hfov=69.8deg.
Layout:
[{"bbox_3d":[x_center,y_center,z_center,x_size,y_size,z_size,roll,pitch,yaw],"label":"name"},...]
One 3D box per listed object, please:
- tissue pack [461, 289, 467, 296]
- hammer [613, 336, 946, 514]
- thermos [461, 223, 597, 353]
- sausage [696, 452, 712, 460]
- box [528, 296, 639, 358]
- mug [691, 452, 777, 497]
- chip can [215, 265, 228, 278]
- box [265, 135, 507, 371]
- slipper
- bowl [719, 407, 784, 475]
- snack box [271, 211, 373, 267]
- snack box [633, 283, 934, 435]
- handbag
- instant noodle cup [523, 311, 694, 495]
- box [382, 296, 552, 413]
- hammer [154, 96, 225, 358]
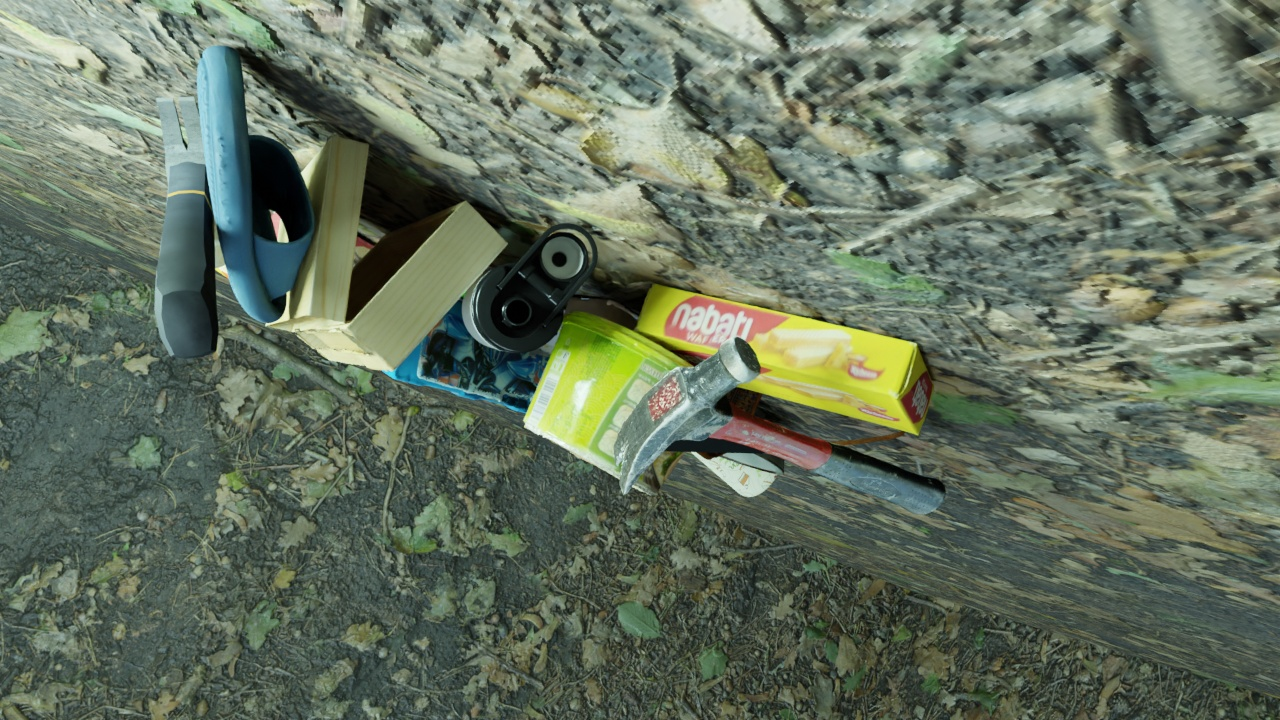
[{"bbox_3d":[-0.151,-0.043,0.970,0.100,0.034,0.114,14,165,39],"label":"tissue pack"},{"bbox_3d":[0.122,0.075,0.678,0.325,0.036,0.141,21,131,-40],"label":"hammer"},{"bbox_3d":[-0.091,-0.052,0.712,0.068,0.101,0.230,41,174,-11],"label":"thermos"},{"bbox_3d":[0.042,0.054,0.858,0.040,0.040,0.155,14,165,34],"label":"sausage"},{"bbox_3d":[-0.005,0.006,0.879,0.157,0.063,0.216,-18,145,41],"label":"box"},{"bbox_3d":[0.126,0.105,1.119,0.097,0.080,0.122,34,144,-25],"label":"mug"},{"bbox_3d":[-0.387,-0.095,0.956,0.210,0.062,0.062,35,170,1],"label":"chip can"},{"bbox_3d":[-0.227,-0.070,0.720,0.148,0.140,0.249,34,165,-24],"label":"box"},{"bbox_3d":[-0.245,-0.110,0.594,0.059,0.103,0.214,-8,150,-19],"label":"slipper"},{"bbox_3d":[0.098,0.074,1.015,0.151,0.056,0.151,20,170,3],"label":"bowl"},{"bbox_3d":[-0.260,-0.078,0.968,0.077,0.044,0.272,14,167,39],"label":"snack box"},{"bbox_3d":[0.102,-0.002,0.660,0.201,0.042,0.092,15,168,28],"label":"snack box"},{"bbox_3d":[0.123,0.045,0.762,0.196,0.093,0.043,6,138,28],"label":"handbag"},{"bbox_3d":[-0.018,0.037,0.711,0.146,0.097,0.146,27,172,4],"label":"instant noodle cup"},{"bbox_3d":[-0.123,0.004,0.898,0.066,0.091,0.243,24,-177,44],"label":"box"},{"bbox_3d":[-0.291,-0.080,0.595,0.035,0.139,0.312,-8,-151,-22],"label":"hammer"}]
